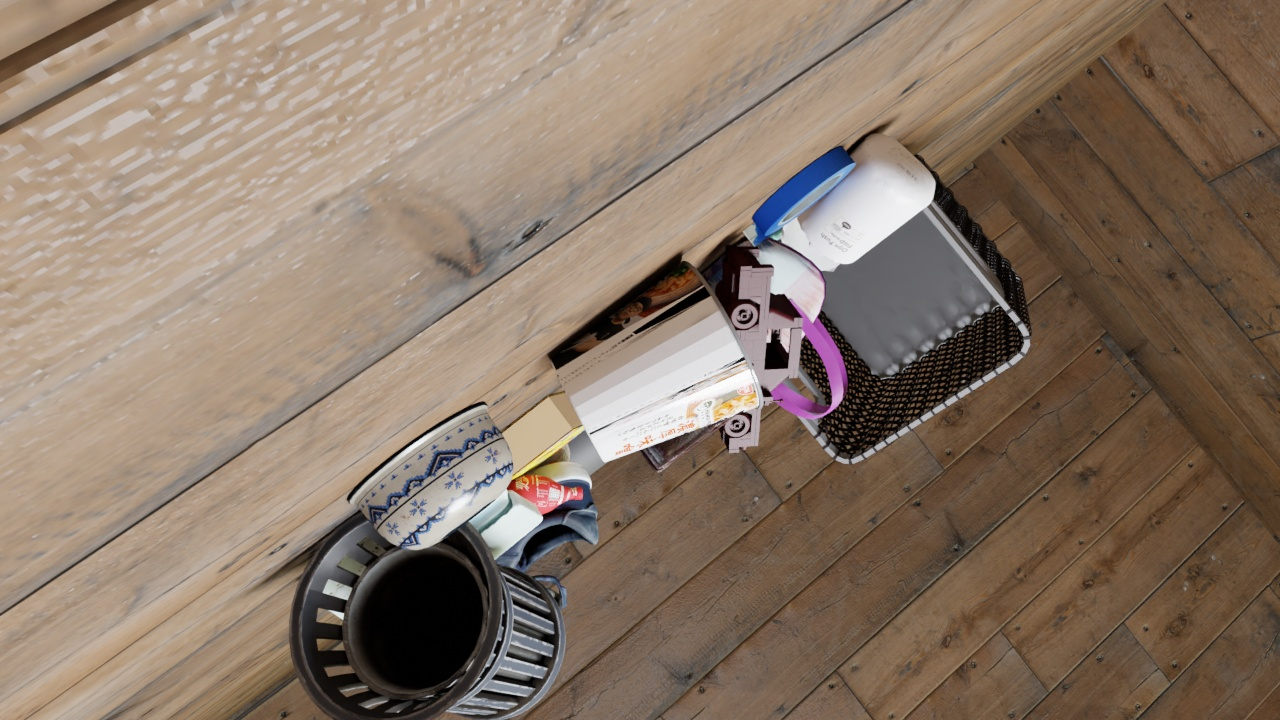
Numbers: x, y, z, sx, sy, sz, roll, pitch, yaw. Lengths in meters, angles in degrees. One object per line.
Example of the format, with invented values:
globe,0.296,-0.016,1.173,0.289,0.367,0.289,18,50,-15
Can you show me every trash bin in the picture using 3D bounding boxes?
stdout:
trash bin,-0.158,0.226,0.772,0.164,0.164,0.227,-37,155,-5

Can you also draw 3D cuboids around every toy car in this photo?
toy car,0.097,-0.010,0.783,0.062,0.170,0.070,-3,-154,-7

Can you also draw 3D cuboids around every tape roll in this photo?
tape roll,0.130,-0.134,0.733,0.091,0.016,0.093,-36,176,-17

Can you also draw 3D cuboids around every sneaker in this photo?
sneaker,-0.176,0.225,1.001,0.295,0.127,0.121,-23,150,4

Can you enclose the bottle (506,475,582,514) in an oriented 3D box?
bottle,-0.130,0.140,0.947,0.141,0.042,0.042,-1,167,-11

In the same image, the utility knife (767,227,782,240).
utility knife,0.158,-0.146,0.881,0.168,0.015,0.022,-41,174,6

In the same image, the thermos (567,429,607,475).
thermos,-0.047,0.082,1.170,0.240,0.082,0.082,-36,176,-12

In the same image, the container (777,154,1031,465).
container,0.274,-0.076,1.046,0.246,0.247,0.243,-40,179,30

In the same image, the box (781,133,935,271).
box,0.183,-0.129,0.815,0.161,0.081,0.091,-42,-166,45

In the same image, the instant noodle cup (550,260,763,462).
instant noodle cup,0.007,0.009,0.678,0.121,0.123,0.123,-28,175,-3

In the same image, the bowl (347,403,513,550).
bowl,-0.138,0.088,0.643,0.115,0.059,0.115,-37,176,-3

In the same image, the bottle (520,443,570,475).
bottle,-0.111,0.107,1.056,0.063,0.063,0.109,-35,163,-28

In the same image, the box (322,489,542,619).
box,-0.198,0.184,0.864,0.197,0.043,0.136,-39,139,-1

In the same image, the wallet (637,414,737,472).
wallet,0.016,0.018,0.747,0.099,0.120,0.031,-36,162,-11

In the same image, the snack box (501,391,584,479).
snack box,-0.100,0.075,0.934,0.088,0.040,0.125,-38,176,8

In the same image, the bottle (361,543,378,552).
bottle,-0.268,0.189,0.895,0.106,0.025,0.025,-39,175,26

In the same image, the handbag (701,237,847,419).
handbag,0.123,-0.022,0.843,0.145,0.170,0.067,-40,175,28
